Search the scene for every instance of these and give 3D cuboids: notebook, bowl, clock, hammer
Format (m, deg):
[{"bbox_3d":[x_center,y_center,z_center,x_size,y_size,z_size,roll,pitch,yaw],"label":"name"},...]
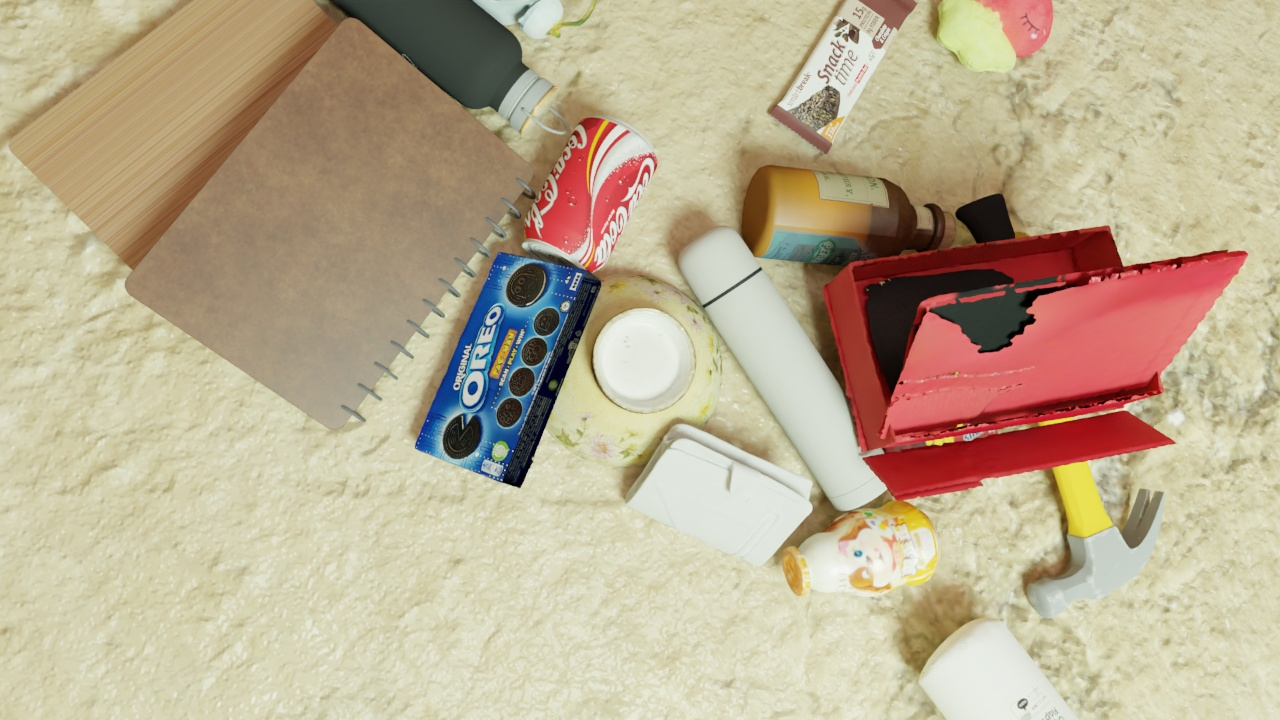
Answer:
[{"bbox_3d":[-0.193,-0.085,0.608,0.167,0.024,0.225,38,80,-18],"label":"notebook"},{"bbox_3d":[-0.004,0.004,0.640,0.145,0.063,0.145,1,85,-12],"label":"bowl"},{"bbox_3d":[-0.273,-0.148,0.617,0.169,0.022,0.210,46,77,-4],"label":"notebook"},{"bbox_3d":[-0.086,-0.279,0.655,0.117,0.057,0.083,24,79,-9],"label":"clock"},{"bbox_3d":[0.316,0.027,0.714,0.127,0.029,0.323,-19,93,-11],"label":"hammer"}]

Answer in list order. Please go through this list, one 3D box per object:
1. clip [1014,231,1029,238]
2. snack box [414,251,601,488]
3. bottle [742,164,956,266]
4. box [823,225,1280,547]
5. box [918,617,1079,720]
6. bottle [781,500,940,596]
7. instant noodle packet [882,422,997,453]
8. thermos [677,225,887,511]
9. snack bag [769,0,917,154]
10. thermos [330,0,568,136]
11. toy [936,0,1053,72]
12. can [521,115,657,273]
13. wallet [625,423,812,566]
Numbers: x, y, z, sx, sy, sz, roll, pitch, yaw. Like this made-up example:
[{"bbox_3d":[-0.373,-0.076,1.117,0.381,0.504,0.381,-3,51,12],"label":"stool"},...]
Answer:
[{"bbox_3d":[0.301,-0.078,0.735,0.054,0.044,0.050,13,106,-10],"label":"clip"},{"bbox_3d":[-0.089,0.003,0.617,0.082,0.027,0.150,14,77,31],"label":"snack box"},{"bbox_3d":[0.160,-0.104,0.686,0.157,0.068,0.067,4,83,-12],"label":"bottle"},{"bbox_3d":[0.289,0.127,0.541,0.215,0.141,0.510,-8,60,-10],"label":"box"},{"bbox_3d":[0.266,0.271,0.675,0.083,0.143,0.137,-26,60,-17],"label":"box"},{"bbox_3d":[0.158,0.140,0.662,0.109,0.063,0.063,-11,87,-13],"label":"bottle"},{"bbox_3d":[0.218,0.024,0.702,0.098,0.040,0.135,-16,87,-21],"label":"instant noodle packet"},{"bbox_3d":[0.105,0.004,0.670,0.052,0.052,0.224,-34,92,-14],"label":"thermos"},{"bbox_3d":[0.163,-0.241,0.729,0.057,0.013,0.157,34,78,-6],"label":"snack bag"},{"bbox_3d":[-0.143,-0.231,0.634,0.231,0.061,0.061,38,77,-6],"label":"thermos"},{"bbox_3d":[0.299,-0.291,0.748,0.135,0.045,0.091,-43,96,-7],"label":"toy"},{"bbox_3d":[-0.036,-0.114,0.645,0.064,0.064,0.104,29,79,-8],"label":"can"},{"bbox_3d":[0.055,0.099,0.641,0.116,0.032,0.086,22,123,-9],"label":"wallet"}]
